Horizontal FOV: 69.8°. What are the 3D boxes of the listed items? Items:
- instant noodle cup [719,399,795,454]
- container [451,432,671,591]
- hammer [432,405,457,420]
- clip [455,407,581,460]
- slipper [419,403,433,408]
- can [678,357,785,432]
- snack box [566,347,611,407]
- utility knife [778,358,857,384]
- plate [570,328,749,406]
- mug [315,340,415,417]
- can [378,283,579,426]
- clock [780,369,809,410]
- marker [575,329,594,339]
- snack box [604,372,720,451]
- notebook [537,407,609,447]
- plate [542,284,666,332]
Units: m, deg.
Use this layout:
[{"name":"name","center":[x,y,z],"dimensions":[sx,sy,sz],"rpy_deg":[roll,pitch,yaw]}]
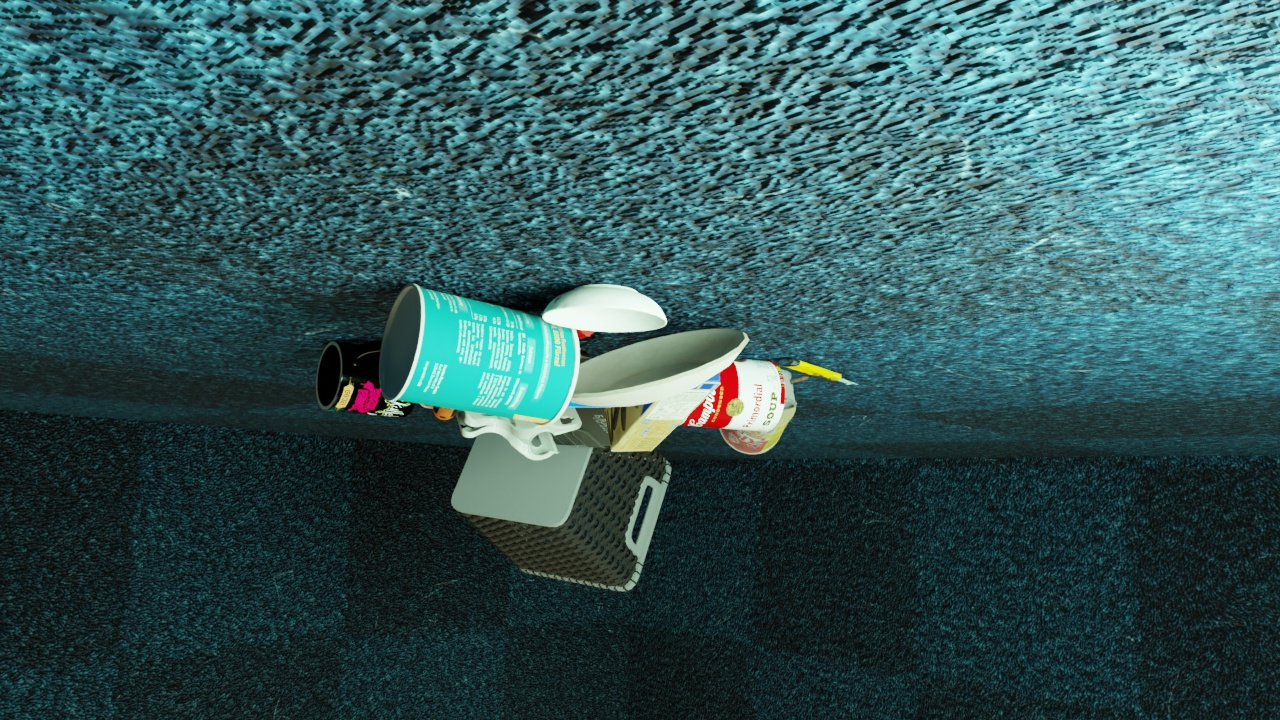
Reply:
[{"name":"instant noodle cup","center":[0.171,0.076,1.316],"dimensions":[0.100,0.100,0.113],"rpy_deg":[3,164,-7]},{"name":"container","center":[-0.129,0.208,1.519],"dimensions":[0.246,0.246,0.244],"rpy_deg":[3,150,29]},{"name":"hammer","center":[-0.207,0.013,0.999],"dimensions":[0.137,0.035,0.315],"rpy_deg":[7,160,-17]},{"name":"clip","center":[-0.161,0.076,1.179],"dimensions":[0.152,0.099,0.126],"rpy_deg":[-16,-140,-13]},{"name":"slipper","center":[-0.260,0.038,1.251],"dimensions":[0.094,0.064,0.240],"rpy_deg":[5,169,-19]},{"name":"can","center":[0.099,0.037,1.079],"dimensions":[0.116,0.086,0.087],"rpy_deg":[6,171,-19]},{"name":"snack box","center":[-0.089,0.015,0.982],"dimensions":[0.087,0.034,0.151],"rpy_deg":[1,-167,-17]},{"name":"utility knife","center":[0.230,0.016,1.154],"dimensions":[0.030,0.019,0.217],"rpy_deg":[7,179,35]},{"name":"plate","center":[0.011,0.012,0.859],"dimensions":[0.189,0.027,0.188],"rpy_deg":[-15,-168,3]},{"name":"mug","center":[-0.317,0.014,1.095],"dimensions":[0.098,0.081,0.118],"rpy_deg":[9,142,-38]},{"name":"can","center":[-0.140,-0.003,0.797],"dimensions":[0.143,0.099,0.099],"rpy_deg":[12,168,-31]},{"name":"clock","center":[0.144,0.044,1.210],"dimensions":[0.103,0.056,0.148],"rpy_deg":[7,168,-27]},{"name":"marker","center":[-0.085,-0.025,0.930],"dimensions":[0.023,0.021,0.145],"rpy_deg":[-19,-177,-31]},{"name":"snack box","center":[0.020,0.041,1.032],"dimensions":[0.056,0.057,0.207],"rpy_deg":[2,153,-22]},{"name":"notebook","center":[-0.104,0.071,1.309],"dimensions":[0.209,0.029,0.169],"rpy_deg":[-2,138,43]},{"name":"plate","center":[-0.029,-0.045,0.766],"dimensions":[0.104,0.026,0.104],"rpy_deg":[3,171,0]}]
